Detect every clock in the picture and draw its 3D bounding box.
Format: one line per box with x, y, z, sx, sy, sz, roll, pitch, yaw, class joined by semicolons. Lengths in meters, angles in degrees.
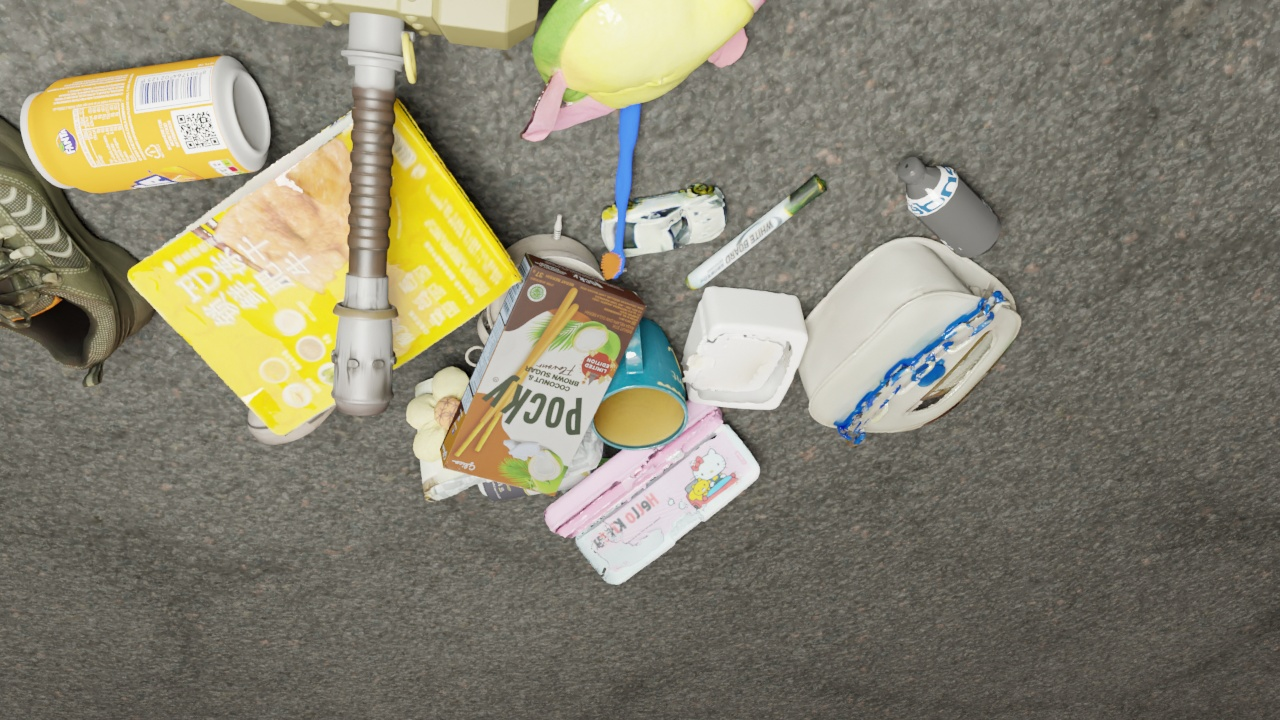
-0.094;-0.047;0.788;0.157;0.061;0.103;-40;126;20;clock

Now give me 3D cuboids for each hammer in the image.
-0.167;-0.125;0.568;0.190;0.100;0.325;4;103;-9;hammer

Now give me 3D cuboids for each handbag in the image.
0.256;-0.002;0.844;0.199;0.092;0.201;14;132;-27;handbag
-0.123;0.057;0.844;0.171;0.112;0.123;-8;160;-1;handbag

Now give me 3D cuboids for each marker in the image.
0.095;-0.106;0.775;0.017;0.017;0.147;33;124;-31;marker

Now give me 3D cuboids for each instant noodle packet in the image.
-0.224;-0.065;0.668;0.221;0.084;0.163;-36;120;-5;instant noodle packet

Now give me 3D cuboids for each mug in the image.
-0.005;0.005;0.814;0.084;0.104;0.112;-5;132;0;mug

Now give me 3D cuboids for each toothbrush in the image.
-0.014;-0.144;0.704;0.016;0.018;0.183;25;126;27;toothbrush

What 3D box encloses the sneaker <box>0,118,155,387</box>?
-0.476;-0.070;0.676;0.101;0.142;0.238;-18;133;13;sneaker

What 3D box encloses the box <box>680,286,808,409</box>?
0.092;-0.003;0.835;0.102;0.076;0.107;5;132;-11;box

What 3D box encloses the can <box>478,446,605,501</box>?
-0.099;0.102;0.929;0.127;0.064;0.064;-10;134;5;can

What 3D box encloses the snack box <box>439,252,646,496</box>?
-0.082;0.016;0.752;0.101;0.031;0.186;18;108;-25;snack box

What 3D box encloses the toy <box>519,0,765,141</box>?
0.012;-0.224;0.587;0.239;0.087;0.189;-37;164;23;toy

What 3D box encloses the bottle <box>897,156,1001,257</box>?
0.248;-0.126;0.746;0.112;0.046;0.047;32;124;-30;bottle

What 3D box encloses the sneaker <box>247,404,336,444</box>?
-0.290;-0.022;0.775;0.120;0.095;0.235;35;125;-29;sneaker

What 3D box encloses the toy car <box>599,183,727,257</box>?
0.020;-0.112;0.752;0.105;0.033;0.048;-11;133;5;toy car

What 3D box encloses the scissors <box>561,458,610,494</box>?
-0.010;0.111;0.984;0.176;0.032;0.078;-13;138;10;scissors

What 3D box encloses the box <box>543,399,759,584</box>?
0.009;0.123;0.922;0.201;0.073;0.150;-37;136;0;box

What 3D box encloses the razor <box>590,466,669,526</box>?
-0.020;0.154;0.993;0.143;0.047;0.052;-25;126;22;razor

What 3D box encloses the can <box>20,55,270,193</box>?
-0.340;-0.163;0.639;0.142;0.079;0.079;-7;135;2;can
